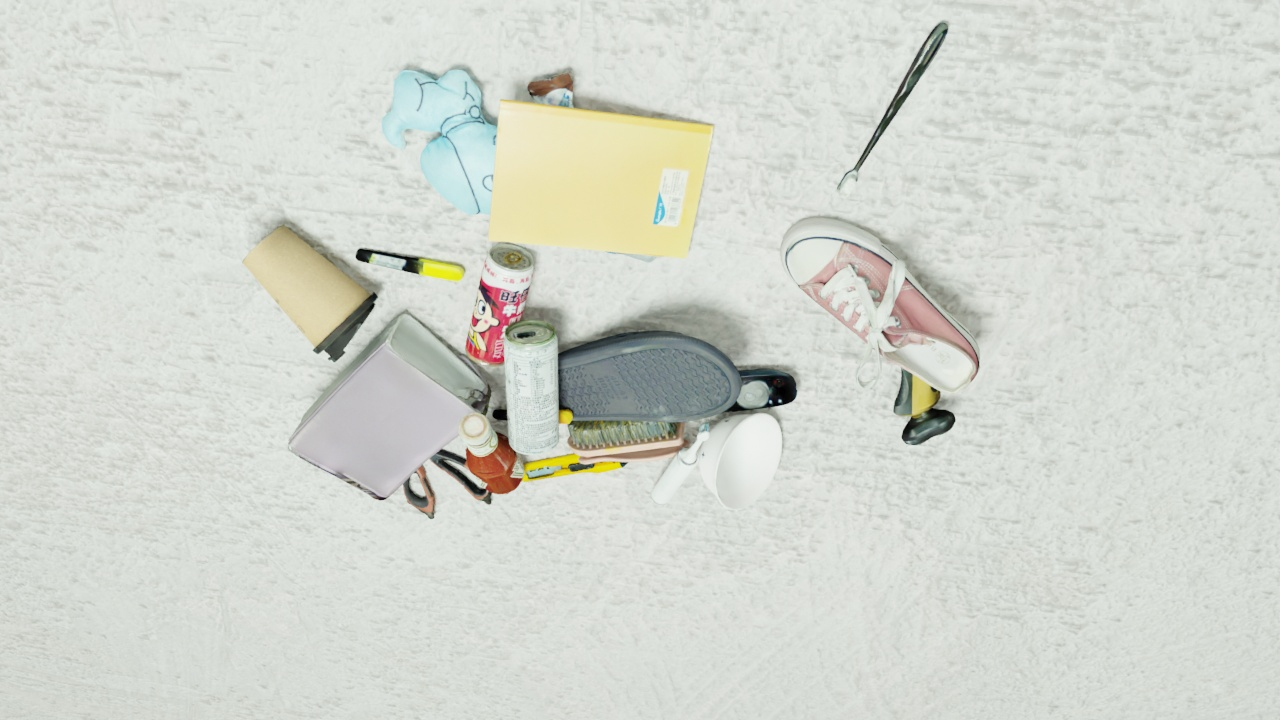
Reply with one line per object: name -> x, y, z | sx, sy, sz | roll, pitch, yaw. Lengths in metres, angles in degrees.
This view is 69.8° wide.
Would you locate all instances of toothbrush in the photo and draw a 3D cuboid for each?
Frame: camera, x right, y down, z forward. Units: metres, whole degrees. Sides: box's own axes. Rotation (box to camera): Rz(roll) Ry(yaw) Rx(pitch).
toothbrush -> 0.232, -0.227, 0.851 | 0.015, 0.018, 0.181 | 24, 124, -5
toothbrush -> 0.048, 0.122, 1.068 | 0.026, 0.026, 0.222 | 11, 151, -7

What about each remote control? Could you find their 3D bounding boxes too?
remote control -> 0.110, 0.034, 1.051 | 0.136, 0.024, 0.053 | -6, 123, 11

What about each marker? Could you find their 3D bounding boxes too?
marker -> -0.255, -0.106, 1.011 | 0.124, 0.015, 0.018 | 11, 126, 4
marker -> -0.130, 0.065, 1.093 | 0.124, 0.015, 0.018 | -1, 130, 36

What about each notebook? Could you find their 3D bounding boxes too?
notebook -> -0.041, -0.173, 0.901 | 0.206, 0.010, 0.146 | 4, 123, -10

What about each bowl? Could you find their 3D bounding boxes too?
bowl -> 0.104, 0.108, 1.073 | 0.065, 0.118, 0.118 | 23, 138, 42

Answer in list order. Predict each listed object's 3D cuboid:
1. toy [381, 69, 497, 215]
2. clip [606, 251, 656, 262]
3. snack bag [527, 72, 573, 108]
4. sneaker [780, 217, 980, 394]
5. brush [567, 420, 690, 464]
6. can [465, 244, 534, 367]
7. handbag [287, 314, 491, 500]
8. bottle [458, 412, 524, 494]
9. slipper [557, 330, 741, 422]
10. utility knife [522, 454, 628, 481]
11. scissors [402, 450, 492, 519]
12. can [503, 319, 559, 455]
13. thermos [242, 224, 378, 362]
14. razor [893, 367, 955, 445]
toy -> -0.172, -0.206, 0.903 | 0.161, 0.049, 0.156 | 0, 117, 4
clip -> -0.008, -0.119, 0.963 | 0.058, 0.044, 0.027 | 22, 124, -14
snack bag -> -0.075, -0.224, 0.891 | 0.045, 0.026, 0.105 | -6, 122, 16
sneaker -> 0.236, -0.048, 0.912 | 0.241, 0.087, 0.119 | 40, 122, 0
brush -> -0.018, 0.089, 1.087 | 0.146, 0.063, 0.073 | -11, 124, 16
can -> -0.155, -0.059, 1.005 | 0.053, 0.053, 0.133 | 18, 126, -5
handbag -> -0.290, 0.060, 1.075 | 0.197, 0.098, 0.145 | -40, 109, 22
bottle -> -0.176, 0.107, 1.067 | 0.060, 0.059, 0.206 | 7, 159, 3
slipper -> -0.006, 0.006, 1.023 | 0.269, 0.083, 0.111 | -7, 126, 36
utility knife -> -0.094, 0.136, 1.160 | 0.178, 0.015, 0.033 | -12, 120, 17
scissors -> -0.283, 0.127, 1.182 | 0.189, 0.015, 0.225 | 8, 126, 2
can -> -0.120, 0.031, 1.014 | 0.058, 0.058, 0.147 | 5, 121, 5
thermos -> -0.360, -0.075, 1.006 | 0.093, 0.092, 0.143 | -36, 107, 28
razor -> 0.308, 0.014, 0.993 | 0.068, 0.062, 0.168 | 14, 127, 36
